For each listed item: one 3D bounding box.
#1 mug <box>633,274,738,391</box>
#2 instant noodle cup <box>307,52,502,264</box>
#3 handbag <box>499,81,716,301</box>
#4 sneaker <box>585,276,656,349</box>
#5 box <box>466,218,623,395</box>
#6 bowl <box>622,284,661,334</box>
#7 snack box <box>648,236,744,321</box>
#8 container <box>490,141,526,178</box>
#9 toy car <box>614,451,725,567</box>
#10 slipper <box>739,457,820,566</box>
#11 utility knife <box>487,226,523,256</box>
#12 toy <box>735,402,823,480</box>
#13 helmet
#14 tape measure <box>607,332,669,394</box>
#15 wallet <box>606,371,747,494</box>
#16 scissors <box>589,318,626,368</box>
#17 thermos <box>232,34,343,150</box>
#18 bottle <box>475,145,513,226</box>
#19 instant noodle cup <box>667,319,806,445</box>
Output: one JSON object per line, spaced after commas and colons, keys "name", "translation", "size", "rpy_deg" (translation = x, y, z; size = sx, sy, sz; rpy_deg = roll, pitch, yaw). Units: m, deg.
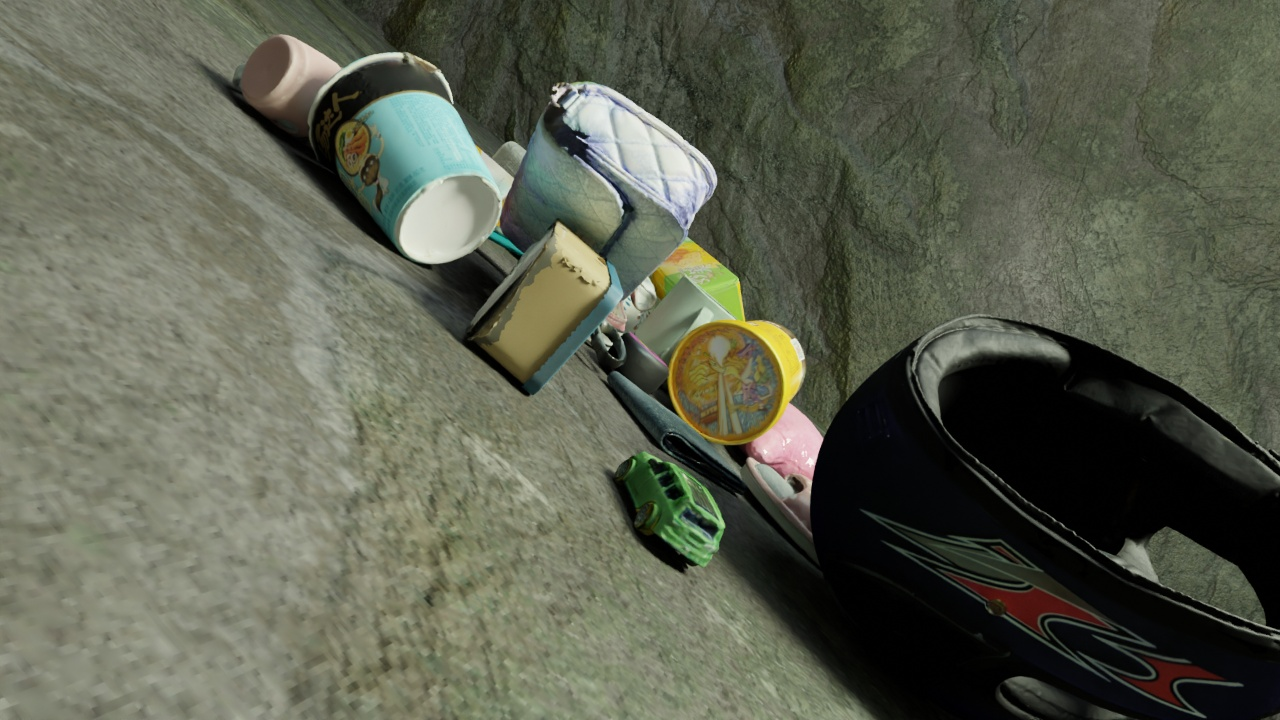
{"name": "mug", "translation": [0.044, -0.024, 0.974], "size": [0.082, 0.106, 0.111], "rpy_deg": [41, 7, -6]}
{"name": "instant noodle cup", "translation": [-0.156, -0.134, 0.638], "size": [0.120, 0.111, 0.111], "rpy_deg": [53, 13, 29]}
{"name": "handbag", "translation": [-0.034, -0.120, 0.709], "size": [0.134, 0.075, 0.194], "rpy_deg": [35, -23, -6]}
{"name": "sneaker", "translation": [-0.038, -0.079, 0.960], "size": [0.118, 0.088, 0.241], "rpy_deg": [39, 8, -13]}
{"name": "box", "translation": [-0.061, -0.041, 0.607], "size": [0.060, 0.090, 0.184], "rpy_deg": [41, 9, -13]}
{"name": "bowl", "translation": [-0.010, -0.062, 1.114], "size": [0.113, 0.062, 0.113], "rpy_deg": [39, 9, -8]}
{"name": "snack box", "translation": [0.066, -0.057, 1.153], "size": [0.210, 0.070, 0.158], "rpy_deg": [-125, -161, -61]}
{"name": "container", "translation": [-0.136, -0.188, 1.117], "size": [0.114, 0.090, 0.090], "rpy_deg": [49, 11, 29]}
{"name": "toy car", "translation": [0.017, 0.078, 0.508], "size": [0.043, 0.036, 0.091], "rpy_deg": [36, 5, -24]}
{"name": "slipper", "translation": [0.201, 0.174, 0.810], "size": [0.274, 0.054, 0.114], "rpy_deg": [42, 7, 4]}
{"name": "utility knife", "translation": [-0.125, -0.113, 0.849], "size": [0.216, 0.013, 0.029], "rpy_deg": [29, 29, 0]}
{"name": "toy", "translation": [0.159, 0.093, 0.999], "size": [0.178, 0.075, 0.194], "rpy_deg": [25, 18, -35]}
{"name": "helmet", "translation": [0.263, 0.134, 0.618], "size": [0.246, 0.241, 0.315], "rpy_deg": [-26, 50, -32]}
{"name": "tape measure", "translation": [-0.005, 0.005, 0.823], "size": [0.057, 0.039, 0.058], "rpy_deg": [45, 3, 29]}
{"name": "wallet", "translation": [0.032, 0.060, 0.765], "size": [0.121, 0.019, 0.097], "rpy_deg": [37, 7, -40]}
{"name": "scissors", "translation": [-0.063, -0.061, 0.803], "size": [0.159, 0.014, 0.181], "rpy_deg": [4, 46, -51]}
{"name": "thermos", "translation": [-0.222, -0.178, 0.721], "size": [0.087, 0.067, 0.198], "rpy_deg": [8, -10, 31]}
{"name": "bottle", "translation": [-0.209, -0.210, 0.932], "size": [0.189, 0.068, 0.068], "rpy_deg": [41, 7, 2]}
{"name": "instant noodle cup", "translation": [0.103, 0.013, 0.904], "size": [0.118, 0.119, 0.114], "rpy_deg": [43, 26, 14]}
